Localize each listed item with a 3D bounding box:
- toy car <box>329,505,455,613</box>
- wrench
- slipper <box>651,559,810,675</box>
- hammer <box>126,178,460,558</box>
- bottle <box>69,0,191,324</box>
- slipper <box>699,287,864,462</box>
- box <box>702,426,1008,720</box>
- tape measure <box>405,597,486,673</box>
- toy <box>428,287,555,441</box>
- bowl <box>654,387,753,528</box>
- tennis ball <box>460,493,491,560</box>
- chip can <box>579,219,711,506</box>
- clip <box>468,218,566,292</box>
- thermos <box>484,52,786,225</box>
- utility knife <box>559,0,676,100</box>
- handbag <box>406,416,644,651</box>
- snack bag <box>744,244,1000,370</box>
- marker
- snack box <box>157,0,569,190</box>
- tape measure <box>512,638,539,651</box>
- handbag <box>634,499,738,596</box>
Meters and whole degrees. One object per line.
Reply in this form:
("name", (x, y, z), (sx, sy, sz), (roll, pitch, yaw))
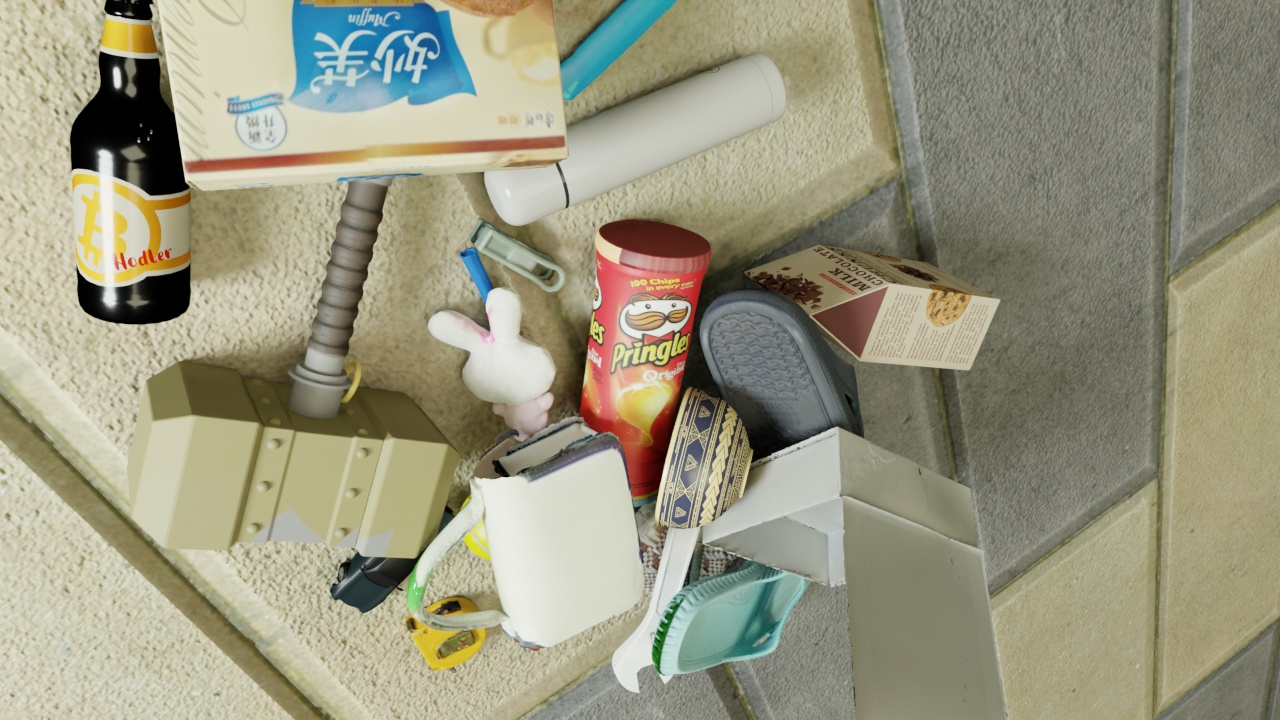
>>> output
("toy car", (-0.195, 0.154, 0.727), (0.112, 0.034, 0.046), (-47, 128, 1))
("wrench", (0.031, 0.181, 0.829), (0.066, 0.018, 0.273), (7, 106, -24))
("slipper", (0.108, 0.238, 0.871), (0.275, 0.069, 0.116), (-3, 115, -54))
("hammer", (-0.192, -0.046, 0.589), (0.190, 0.101, 0.325), (11, 103, -33))
("bottle", (-0.284, -0.113, 0.513), (0.059, 0.059, 0.182), (-2, 116, -29))
("slipper", (0.126, 0.024, 0.774), (0.268, 0.111, 0.083), (60, 38, -40))
("box", (0.249, 0.161, 0.602), (0.167, 0.528, 0.234), (23, 100, -29))
("tape measure", (-0.163, 0.237, 0.795), (0.058, 0.030, 0.068), (-26, 126, -13))
("toy", (-0.101, 0.005, 0.686), (0.076, 0.037, 0.125), (-16, 120, 16))
("bowl", (0.055, 0.083, 0.730), (0.061, 0.112, 0.113), (14, 114, 7))
("tennis ball", (-0.113, 0.129, 0.740), (0.065, 0.065, 0.065), (-13, 122, -23))
("chip can", (-0.004, 0.004, 0.721), (0.087, 0.087, 0.214), (-5, 119, -27))
("clip", (-0.088, -0.075, 0.666), (0.076, 0.043, 0.023), (28, 101, -38))
("thermos", (-0.003, -0.157, 0.652), (0.224, 0.052, 0.052), (-26, 126, -15))
("utility knife", (-0.026, -0.217, 0.629), (0.206, 0.015, 0.031), (-45, 127, -5))
("handbag", (-0.091, 0.134, 0.669), (0.175, 0.074, 0.151), (-22, 115, -30))
("snack bag", (0.197, -0.049, 0.799), (0.206, 0.094, 0.070), (4, 113, -31))
("marker", (-0.102, -0.025, 0.696), (0.013, 0.013, 0.142), (-31, 128, -12))
("snack box", (-0.150, -0.180, 0.509), (0.207, 0.055, 0.153), (-8, 97, -18))
("tape measure", (-0.095, 0.230, 0.837), (0.059, 0.019, 0.051), (-50, 127, -6))
("handbag", (0.062, 0.151, 0.865), (0.186, 0.047, 0.124), (-46, 127, 0))
